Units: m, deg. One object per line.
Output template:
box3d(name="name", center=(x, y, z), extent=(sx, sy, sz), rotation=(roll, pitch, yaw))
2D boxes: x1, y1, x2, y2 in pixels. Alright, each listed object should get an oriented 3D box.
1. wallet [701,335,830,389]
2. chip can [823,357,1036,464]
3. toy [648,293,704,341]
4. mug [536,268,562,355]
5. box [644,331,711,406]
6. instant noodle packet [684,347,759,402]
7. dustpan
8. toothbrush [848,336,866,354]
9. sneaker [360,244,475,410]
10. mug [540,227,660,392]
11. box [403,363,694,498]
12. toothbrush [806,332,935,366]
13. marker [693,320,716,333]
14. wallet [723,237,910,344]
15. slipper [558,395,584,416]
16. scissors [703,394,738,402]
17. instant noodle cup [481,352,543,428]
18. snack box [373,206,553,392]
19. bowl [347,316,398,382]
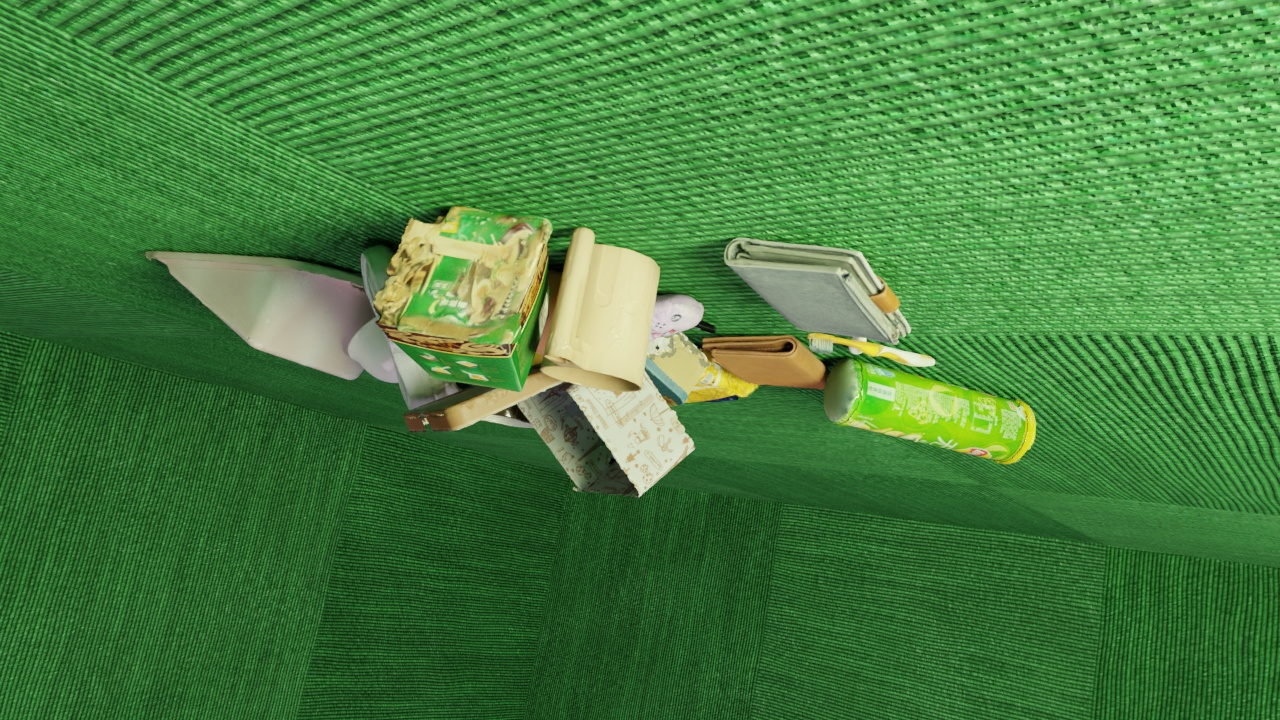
box3d(name="wallet", center=(0.136, 0.003, 0.966), extent=(0.108, 0.031, 0.131), rotation=(2, 165, 30))
box3d(name="chip can", center=(0.299, 0.053, 0.960), extent=(0.221, 0.072, 0.073), rotation=(14, 169, -15))
box3d(name="toy", center=(0.004, -0.037, 0.828), extent=(0.108, 0.039, 0.084), rotation=(-11, 169, 9))
box3d(name="mug", center=(-0.128, -0.058, 0.808), extent=(0.122, 0.078, 0.078), rotation=(18, 168, -13))
box3d(name="box", center=(-0.006, 0.006, 0.973), extent=(0.090, 0.059, 0.185), rotation=(42, 158, -12))
box3d(name="instant noodle packet", center=(0.059, 0.017, 1.076), extent=(0.110, 0.044, 0.129), rotation=(21, 163, -37))
box3d(name="dustpan", center=(-0.392, -0.086, 1.076), extent=(0.273, 0.139, 0.222), rotation=(36, -176, 27))
box3d(name="toothbrush", center=(0.195, -0.028, 0.809), extent=(0.016, 0.016, 0.180), rotation=(10, 171, 12))
box3d(name="sneaker", center=(-0.211, -0.027, 0.923), extent=(0.090, 0.089, 0.243), rotation=(-23, 147, -16))
box3d(name="mug", center=(-0.037, -0.038, 0.733), extent=(0.084, 0.103, 0.124), rotation=(6, 168, 20))
box3d(name="box", center=(-0.086, 0.081, 0.909), extent=(0.226, 0.156, 0.181), rotation=(-23, -174, -27))
box3d(name="toothbrush", center=(0.212, -0.006, 0.827), extent=(0.191, 0.018, 0.016), rotation=(9, 166, -41))
box3d(name="marker", center=(0.020, -0.045, 0.874), extent=(0.123, 0.015, 0.018), rotation=(17, 169, -27))
box3d(name="wallet", center=(0.136, -0.053, 0.675), extent=(0.107, 0.037, 0.129), rotation=(11, 166, 36))
box3d(name="slipper", center=(-0.105, 0.048, 1.267), extent=(0.105, 0.095, 0.253), rotation=(10, 173, -12))
box3d(name="scissors", center=(0.055, 0.047, 1.246), extent=(0.141, 0.012, 0.170), rotation=(-3, 172, 34))
box3d(name="instant noodle cup", center=(-0.154, 0.016, 1.086), extent=(0.118, 0.114, 0.118), rotation=(10, 170, 2))
box3d(name="snack box", center=(-0.123, -0.039, 0.706), extent=(0.117, 0.118, 0.106), rotation=(9, 150, 13))
box3d(name="bowl", center=(-0.262, -0.007, 1.041), extent=(0.118, 0.064, 0.118), rotation=(-29, 162, -11))
